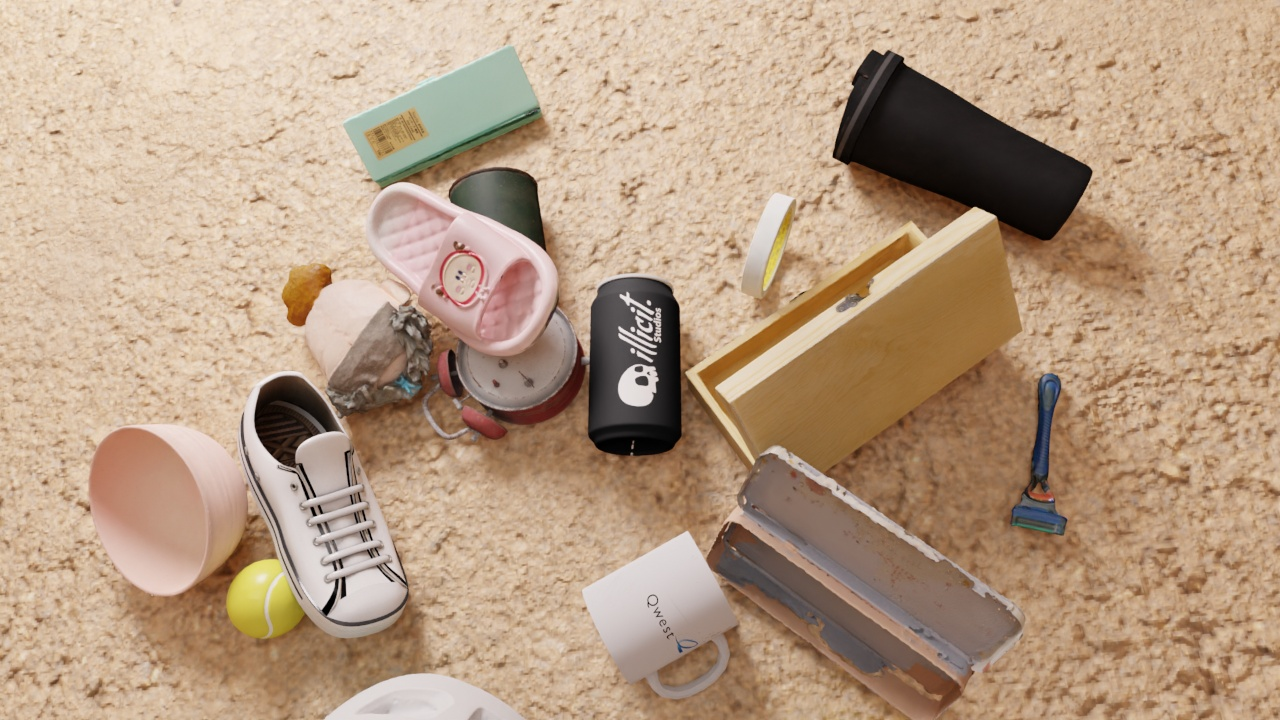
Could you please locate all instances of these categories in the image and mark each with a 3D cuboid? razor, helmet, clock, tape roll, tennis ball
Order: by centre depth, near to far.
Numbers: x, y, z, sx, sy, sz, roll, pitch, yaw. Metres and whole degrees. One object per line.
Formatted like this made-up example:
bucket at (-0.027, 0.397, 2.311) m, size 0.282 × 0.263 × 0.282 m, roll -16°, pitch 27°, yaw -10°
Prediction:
helmet at (-0.186, 0.378, 0.651) m, size 0.224 × 0.183 × 0.283 m, roll 40°, pitch 105°, yaw 3°
razor at (0.339, 0.076, 0.771) m, size 0.044 × 0.018 × 0.140 m, roll 11°, pitch 69°, yaw 11°
tennis ball at (-0.316, 0.202, 0.778) m, size 0.065 × 0.065 × 0.065 m, roll -2°, pitch 71°, yaw 6°
tape roll at (0.115, -0.102, 0.818) m, size 0.019 × 0.094 × 0.094 m, roll 20°, pitch 74°, yaw 13°
clock at (-0.125, 0.009, 0.825) m, size 0.156 × 0.062 × 0.110 m, roll -35°, pitch 71°, yaw -6°

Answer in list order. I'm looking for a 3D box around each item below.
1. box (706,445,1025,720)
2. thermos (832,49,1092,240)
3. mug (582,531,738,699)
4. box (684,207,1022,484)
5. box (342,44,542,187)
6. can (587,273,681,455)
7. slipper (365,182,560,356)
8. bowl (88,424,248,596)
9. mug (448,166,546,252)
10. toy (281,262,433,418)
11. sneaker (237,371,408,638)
box at (0.161, 0.169, 0.695) m, size 0.216 × 0.151 × 0.042 m, roll 34°, pitch 50°, yaw 17°
thermos at (0.286, -0.189, 0.830) m, size 0.218 × 0.106 × 0.105 m, roll 29°, pitch 76°, yaw 10°
mug at (0.024, 0.212, 0.735) m, size 0.096 × 0.083 × 0.119 m, roll -28°, pitch 99°, yaw -4°
box at (0.179, -0.003, 0.763) m, size 0.248 × 0.184 × 0.141 m, roll -35°, pitch 92°, yaw -5°
box at (-0.198, -0.248, 0.914) m, size 0.188 × 0.080 × 0.077 m, roll -23°, pitch 71°, yaw -2°
can at (-0.005, 0.005, 0.802) m, size 0.080 × 0.080 × 0.145 m, roll -2°, pitch 71°, yaw 6°
slipper at (-0.162, -0.081, 0.791) m, size 0.222 × 0.055 × 0.107 m, roll 34°, pitch 105°, yaw 24°
bowl at (-0.397, 0.121, 0.799) m, size 0.153 × 0.076 × 0.153 m, roll 5°, pitch 101°, yaw 26°
mug at (-0.144, -0.120, 0.868) m, size 0.111 × 0.084 × 0.081 m, roll -23°, pitch 68°, yaw 32°
toy at (-0.263, -0.025, 0.848) m, size 0.176 × 0.076 × 0.133 m, roll 42°, pitch 95°, yaw 16°
sneaker at (-0.264, 0.108, 0.772) m, size 0.091 × 0.097 × 0.245 m, roll -13°, pitch 60°, yaw -37°
